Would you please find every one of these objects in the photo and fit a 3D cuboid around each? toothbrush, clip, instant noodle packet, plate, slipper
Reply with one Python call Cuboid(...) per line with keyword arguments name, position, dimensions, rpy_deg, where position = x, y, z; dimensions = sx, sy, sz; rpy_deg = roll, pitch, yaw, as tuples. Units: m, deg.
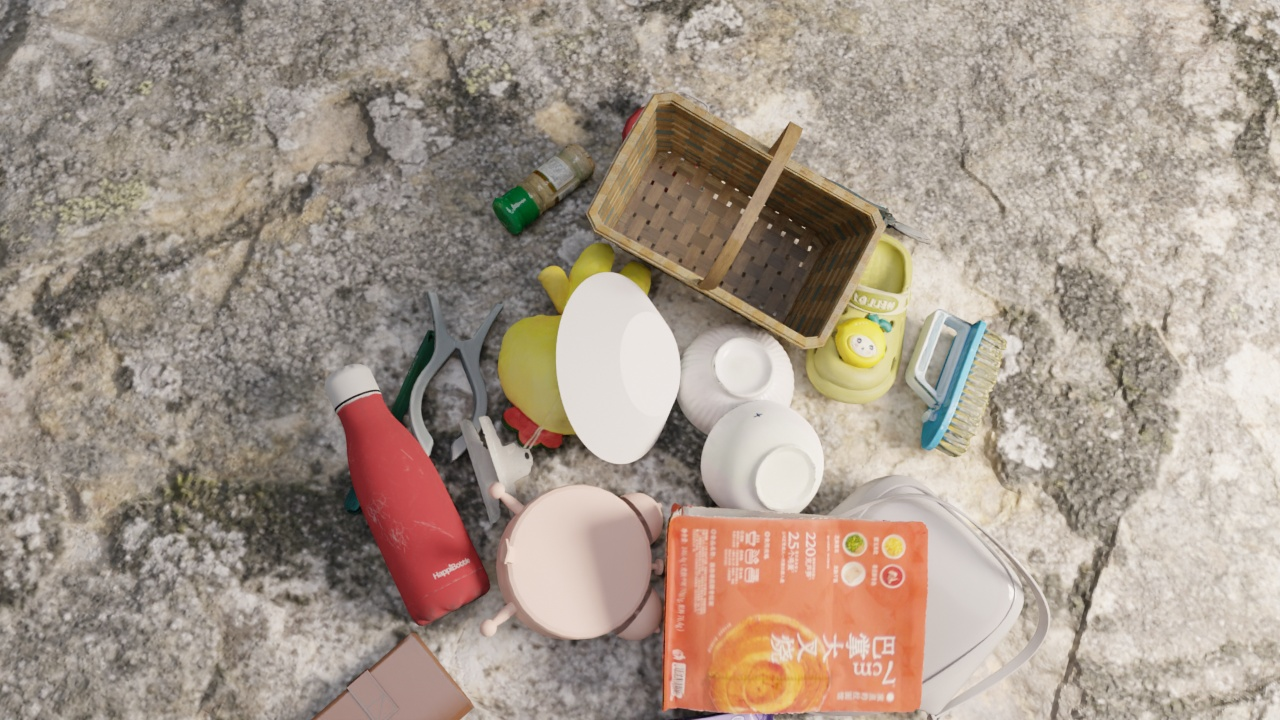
Cuboid(name="toothbrush", position=(-0.234, 0.056, 0.868), dimensions=(0.016, 0.017, 0.189), rpy_deg=(20, 73, 3))
Cuboid(name="clip", position=(-0.131, 0.097, 0.849), dimensions=(0.057, 0.054, 0.102), rpy_deg=(-16, 94, 6))
Cuboid(name="instant noodle packet", position=(0.129, 0.210, 0.772), dimensions=(0.221, 0.084, 0.164), rpy_deg=(2, 90, 5))
Cuboid(name="plate", position=(-0.005, 0.005, 0.823), dimensions=(0.036, 0.174, 0.173), rpy_deg=(-6, 68, 35))
Cuboid(name="slipper", position=(0.227, -0.050, 0.899), dimensions=(0.091, 0.082, 0.190), rpy_deg=(19, 70, 0))
Cuboid(name="clip", position=(-0.193, 0.012, 0.868), dimensions=(0.106, 0.028, 0.163), rpy_deg=(14, 72, -13))

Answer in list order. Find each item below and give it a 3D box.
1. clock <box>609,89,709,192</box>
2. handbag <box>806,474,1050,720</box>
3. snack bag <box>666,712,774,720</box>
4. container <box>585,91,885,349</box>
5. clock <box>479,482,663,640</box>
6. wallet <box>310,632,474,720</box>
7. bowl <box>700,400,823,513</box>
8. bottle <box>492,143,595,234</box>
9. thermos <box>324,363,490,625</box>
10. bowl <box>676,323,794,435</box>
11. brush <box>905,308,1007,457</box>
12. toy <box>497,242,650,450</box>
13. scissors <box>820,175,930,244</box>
Cuboid(name="clock", position=(0.026, -0.231, 0.961), dimensions=(0.087, 0.044, 0.124), rpy_deg=(30, 74, 6))
Cuboid(name="handbag", position=(0.220, 0.232, 0.810), dimensions=(0.216, 0.095, 0.222), rpy_deg=(44, 87, 11))
Cuboid(name="snack bag", position=(0.016, 0.348, 0.771), dimensions=(0.205, 0.058, 0.096), rpy_deg=(-4, 77, -8))
Cuboid(name="container", position=(0.089, -0.128, 0.833), dimensions=(0.250, 0.186, 0.157), rpy_deg=(29, 84, -4))
Cuboid(name="clock", position=(-0.052, 0.174, 0.797), dimensions=(0.160, 0.086, 0.131), rpy_deg=(10, 70, -24))
Cuboid(name="wallet", position=(-0.217, 0.307, 0.792), dimensions=(0.120, 0.013, 0.087), rpy_deg=(-40, 84, -14))
Cuboid(name="bowl", position=(0.117, 0.098, 0.828), dimensions=(0.113, 0.063, 0.113), rpy_deg=(-4, 103, -18))
Cuboid(name="bottle", position=(-0.098, -0.177, 0.937), dimensions=(0.111, 0.043, 0.043), rpy_deg=(-41, 79, -15))
Cuboid(name="thermos", position=(-0.215, 0.112, 0.813), dimensions=(0.073, 0.073, 0.240), rpy_deg=(-26, 80, -11))
Cuboid(name="bowl", position=(0.094, 0.014, 0.878), dimensions=(0.118, 0.062, 0.118), rpy_deg=(1, 72, -4))
Cuboid(name="brush", position=(0.296, 0.024, 0.890), dimensions=(0.075, 0.055, 0.135), rpy_deg=(25, 73, 0))
Cuboid(name="toy", position=(-0.057, -0.014, 0.864), dimensions=(0.134, 0.092, 0.207), rpy_deg=(28, 64, -10))
Cuboid(name="scissors", position=(0.228, -0.160, 0.956), dimensions=(0.130, 0.019, 0.149), rpy_deg=(2, 37, -32))
